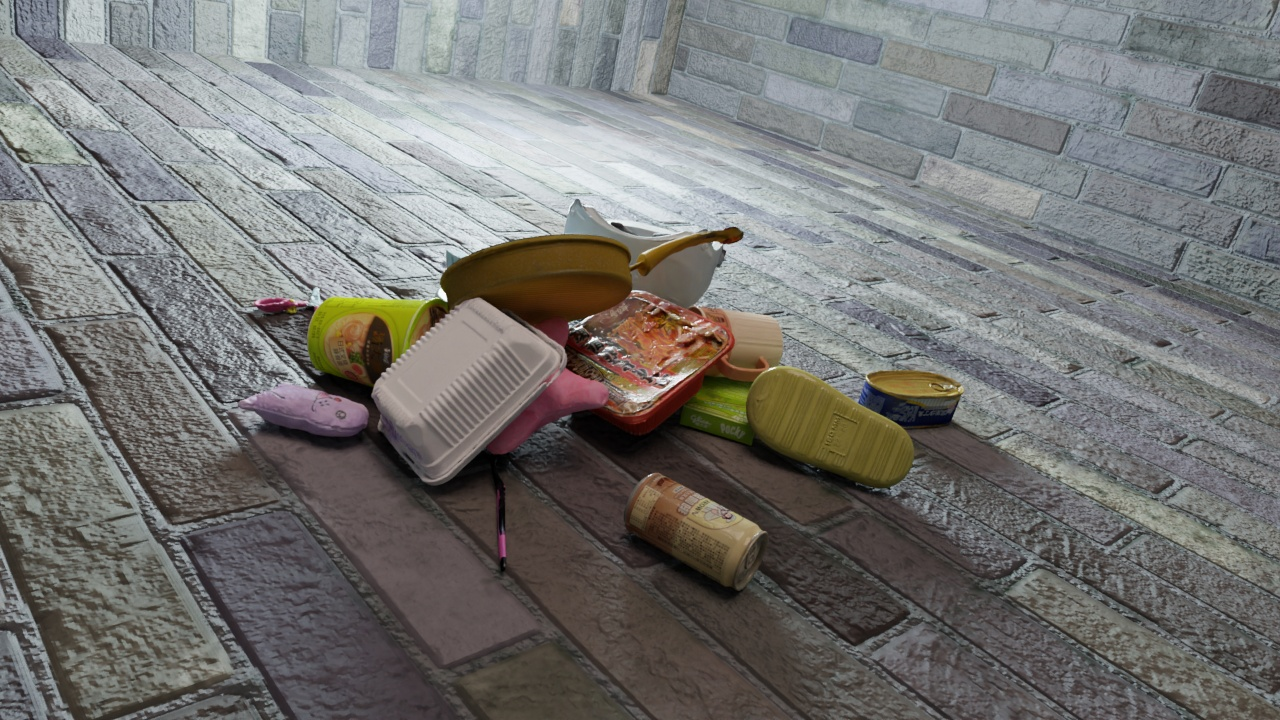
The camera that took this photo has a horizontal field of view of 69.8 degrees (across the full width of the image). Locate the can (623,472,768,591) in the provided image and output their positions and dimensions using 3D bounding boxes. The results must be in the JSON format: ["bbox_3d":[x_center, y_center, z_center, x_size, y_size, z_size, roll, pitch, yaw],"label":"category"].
[{"bbox_3d":[0.046,0.146,0.788,0.116,0.059,0.058,25,26,27],"label":"can"}]

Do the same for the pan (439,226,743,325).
[{"bbox_3d":[-0.036,-0.100,0.983,0.356,0.078,0.198,-5,-12,-26],"label":"pan"}]

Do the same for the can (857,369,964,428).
[{"bbox_3d":[0.346,0.049,1.175,0.148,0.049,0.074,-1,27,-29],"label":"can"}]

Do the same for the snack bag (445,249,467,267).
[{"bbox_3d":[-0.169,-0.086,1.176,0.191,0.110,0.038,28,70,38],"label":"snack bag"}]

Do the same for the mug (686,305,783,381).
[{"bbox_3d":[0.111,-0.012,1.086,0.105,0.082,0.114,4,29,-24],"label":"mug"}]

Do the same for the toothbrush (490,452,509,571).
[{"bbox_3d":[-0.121,0.125,0.807,0.017,0.014,0.189,16,22,-18],"label":"toothbrush"}]

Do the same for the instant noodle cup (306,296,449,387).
[{"bbox_3d":[-0.272,-0.018,0.953,0.123,0.112,0.111,9,22,13],"label":"instant noodle cup"}]

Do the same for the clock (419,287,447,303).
[{"bbox_3d":[-0.222,-0.058,1.123,0.122,0.055,0.081,20,25,19],"label":"clock"}]

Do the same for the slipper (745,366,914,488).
[{"bbox_3d":[0.203,0.079,1.008,0.190,0.091,0.081,26,-7,6],"label":"slipper"}]

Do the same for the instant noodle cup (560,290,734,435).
[{"bbox_3d":[-0.006,0.006,1.013,0.164,0.079,0.188,28,49,32],"label":"instant noodle cup"}]

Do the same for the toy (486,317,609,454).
[{"bbox_3d":[-0.138,0.022,0.921,0.178,0.075,0.194,-25,41,-10],"label":"toy"}]

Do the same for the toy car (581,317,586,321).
[{"bbox_3d":[-0.019,-0.051,1.181,0.120,0.053,0.045,6,50,4],"label":"toy car"}]

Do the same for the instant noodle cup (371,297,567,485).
[{"bbox_3d":[-0.169,0.016,0.846,0.173,0.060,0.138,-45,44,-11],"label":"instant noodle cup"}]

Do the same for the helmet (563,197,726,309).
[{"bbox_3d":[-0.004,-0.127,1.278,0.229,0.146,0.258,14,7,0],"label":"helmet"}]

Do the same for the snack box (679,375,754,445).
[{"bbox_3d":[0.102,0.046,1.086,0.086,0.026,0.156,16,23,7],"label":"snack box"}]

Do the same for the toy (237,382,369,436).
[{"bbox_3d":[-0.306,0.046,0.860,0.108,0.039,0.083,12,14,2],"label":"toy"}]

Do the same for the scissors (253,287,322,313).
[{"bbox_3d":[-0.390,-0.064,1.103,0.131,0.017,0.133,27,23,35],"label":"scissors"}]
